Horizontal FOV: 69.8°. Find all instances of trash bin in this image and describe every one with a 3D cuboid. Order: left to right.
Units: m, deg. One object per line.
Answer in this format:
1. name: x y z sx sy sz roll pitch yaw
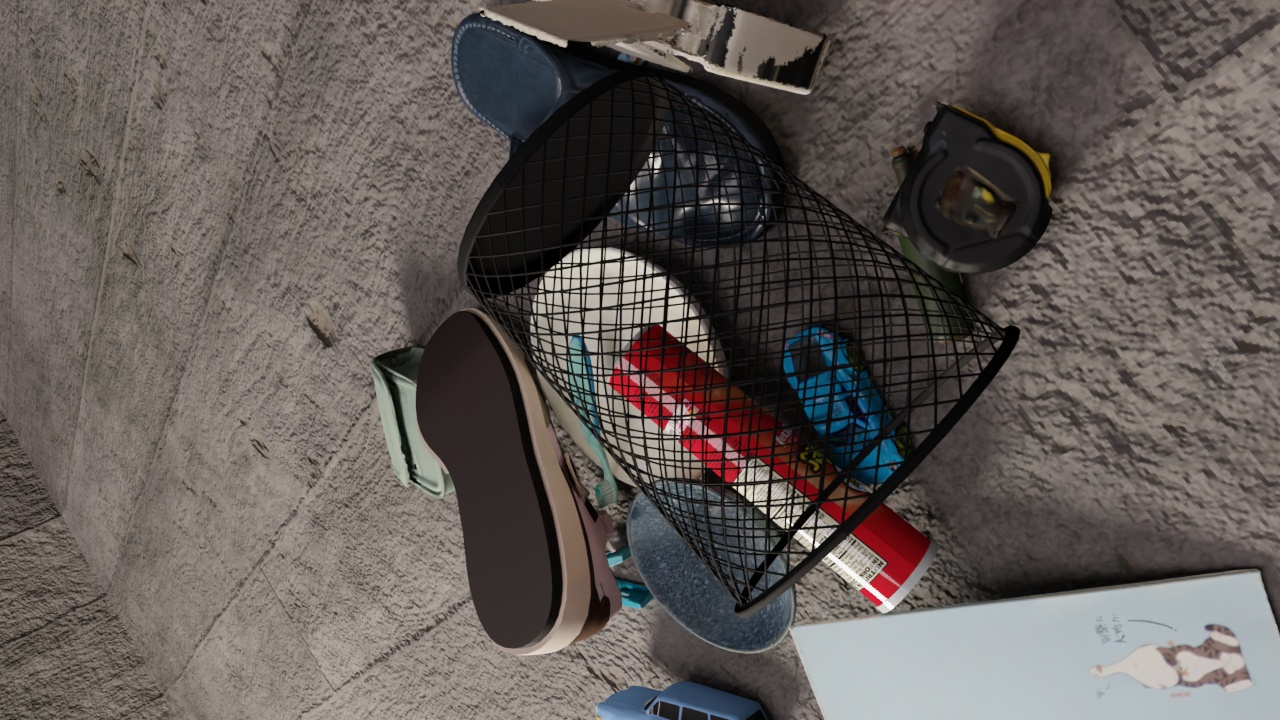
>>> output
1. trash bin: 0.035 -0.018 0.448 0.210 0.183 0.185 44 135 9

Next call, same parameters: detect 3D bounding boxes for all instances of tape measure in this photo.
1. tape measure: 0.159 -0.077 0.439 0.072 0.042 0.071 28 101 13

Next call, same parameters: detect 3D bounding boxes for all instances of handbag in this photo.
1. handbag: -0.196 0.058 0.845 0.106 0.067 0.122 15 120 40

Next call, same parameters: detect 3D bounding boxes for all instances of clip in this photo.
1. clip: -0.049 0.170 0.792 0.131 0.030 0.120 -42 75 47

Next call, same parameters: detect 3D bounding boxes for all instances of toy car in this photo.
1. toy car: 0.035 0.289 0.739 0.154 0.056 0.055 3 93 35
2. toy car: 0.122 0.029 0.550 0.048 0.032 0.105 -30 90 47

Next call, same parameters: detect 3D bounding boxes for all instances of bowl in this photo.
1. bowl: 0.061 0.129 0.637 0.137 0.057 0.137 22 127 32

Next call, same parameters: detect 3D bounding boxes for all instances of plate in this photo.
1. plate: -0.004 0.004 0.655 0.182 0.034 0.182 21 124 35

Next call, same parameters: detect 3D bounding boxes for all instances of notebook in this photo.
1. notebook: 0.227 0.215 0.514 0.254 0.009 0.181 -19 97 32

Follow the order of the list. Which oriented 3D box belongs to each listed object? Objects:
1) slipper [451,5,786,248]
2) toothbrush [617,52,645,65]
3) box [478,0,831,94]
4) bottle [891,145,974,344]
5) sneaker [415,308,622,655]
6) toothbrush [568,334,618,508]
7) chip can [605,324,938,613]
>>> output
1. slipper: -0.039 -0.135 0.571 0.266 0.083 0.109 32 138 22
2. toothbrush: -0.042 -0.249 0.578 0.022 0.016 0.155 -35 85 24
3. box: -0.010 -0.171 0.459 0.143 0.183 0.044 33 116 35
4. bottle: 0.150 -0.061 0.481 0.025 0.025 0.106 -10 103 46
5. sneaker: -0.086 0.087 0.737 0.112 0.116 0.293 -39 57 23
6. toothbrush: -0.036 0.046 0.668 0.022 0.017 0.135 7 115 43
7. chip can: 0.075 0.061 0.556 0.215 0.051 0.052 39 133 11
